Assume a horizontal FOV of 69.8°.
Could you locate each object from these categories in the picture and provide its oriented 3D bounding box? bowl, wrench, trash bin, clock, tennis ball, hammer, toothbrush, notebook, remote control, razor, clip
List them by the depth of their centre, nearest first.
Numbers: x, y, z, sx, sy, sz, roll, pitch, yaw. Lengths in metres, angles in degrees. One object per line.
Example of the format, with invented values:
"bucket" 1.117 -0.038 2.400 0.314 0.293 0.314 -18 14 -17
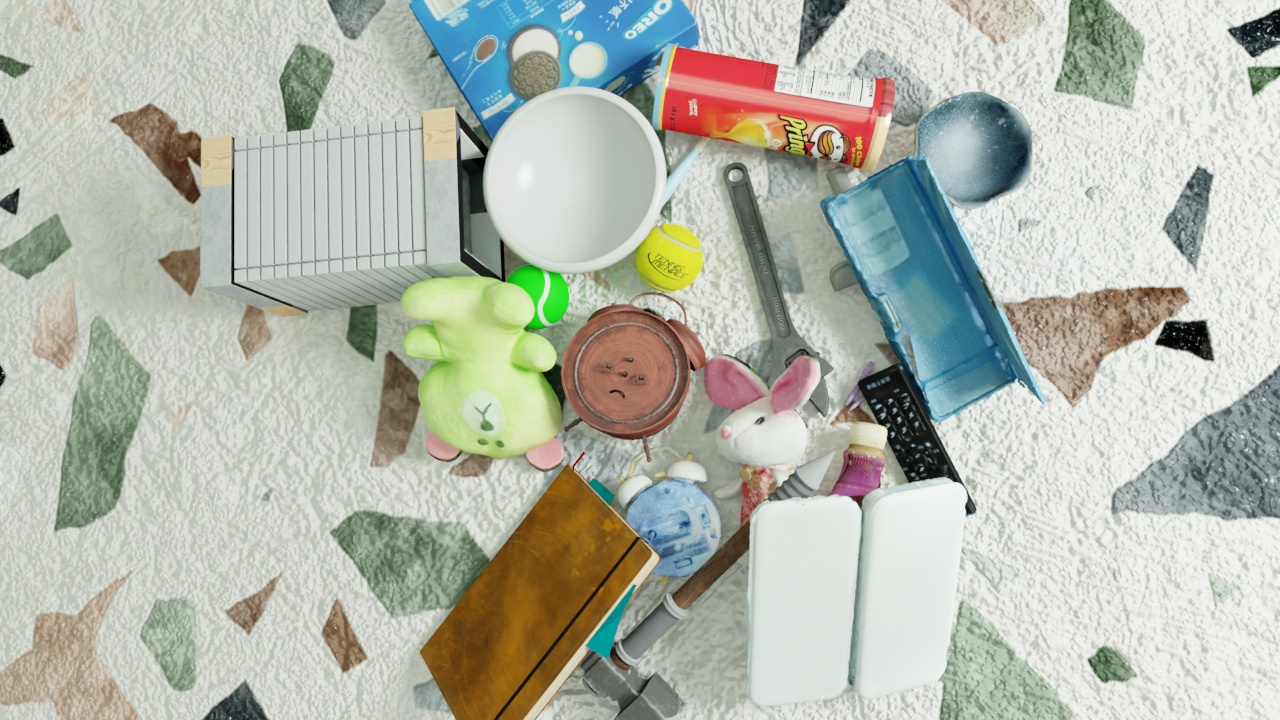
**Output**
"hammer" 0.055 0.189 0.795 0.156 0.043 0.323 44 111 7
"notebook" -0.089 0.222 0.832 0.249 0.014 0.178 -52 40 -1
"remote control" 0.254 0.076 0.840 0.047 0.022 0.150 -30 84 40
"clock" 0.028 0.142 0.859 0.089 0.052 0.125 -18 80 6
"bowl" 0.306 -0.190 0.861 0.110 0.055 0.110 -1 82 8
"clock" -0.005 0.005 0.866 0.120 0.072 0.157 19 76 10
"clip" 0.211 0.021 0.869 0.051 0.014 0.043 -22 80 3
"razor" 0.207 -0.133 0.878 0.088 0.047 0.116 -20 72 5
"tennis ball" 0.028 -0.099 0.885 0.065 0.065 0.065 -1 82 8
"bowl" -0.059 -0.168 0.886 0.177 0.066 0.176 0 88 11
"wrench" 0.126 -0.067 0.892 0.073 0.018 0.273 -16 79 7
"trash bin" -0.274 -0.136 0.895 0.247 0.142 0.142 -5 82 8
"tennis ball" -0.102 -0.063 0.899 0.065 0.065 0.065 -1 82 8
"toothbrush" 0.046 -0.199 0.921 0.022 0.016 0.155 34 88 34

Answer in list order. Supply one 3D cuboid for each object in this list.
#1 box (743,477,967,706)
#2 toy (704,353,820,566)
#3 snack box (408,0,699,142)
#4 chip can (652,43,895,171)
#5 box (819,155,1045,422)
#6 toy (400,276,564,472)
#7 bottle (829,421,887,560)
"box" 0.180 0.199 0.771 0.191 0.045 0.210 -3 112 -10
"toy" 0.110 0.088 0.834 0.084 0.159 0.194 0 94 -31
"snack box" -0.088 -0.347 0.941 0.239 0.056 0.195 -32 80 2
"chip can" 0.124 -0.240 0.869 0.213 0.087 0.087 11 84 4
"box" 0.254 -0.055 0.790 0.094 0.111 0.231 -27 98 4
"toy" -0.146 0.008 0.863 0.150 0.197 0.107 2 38 1
"bottle" 0.193 0.139 0.831 0.060 0.059 0.166 11 85 10
